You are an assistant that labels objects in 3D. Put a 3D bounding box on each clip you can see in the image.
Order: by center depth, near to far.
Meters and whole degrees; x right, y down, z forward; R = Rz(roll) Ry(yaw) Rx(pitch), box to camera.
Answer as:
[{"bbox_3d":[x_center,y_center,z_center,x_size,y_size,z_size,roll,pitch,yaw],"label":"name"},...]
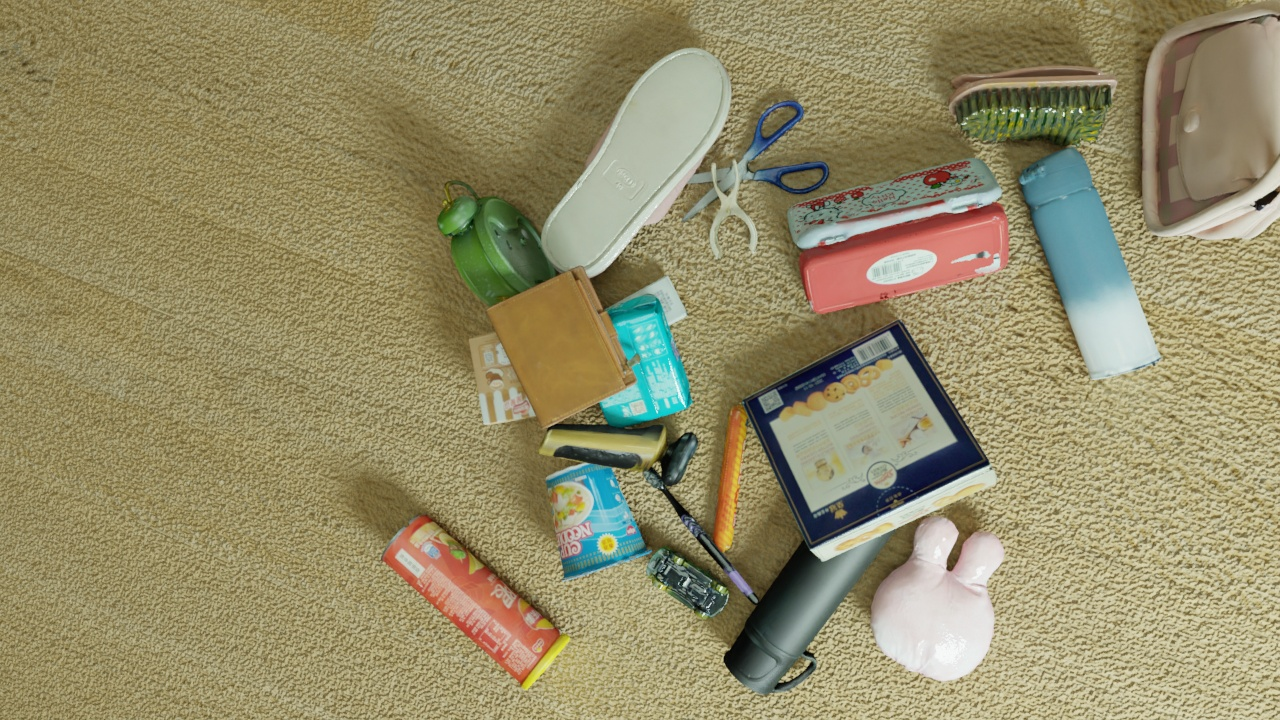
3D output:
[{"bbox_3d":[0.106,-0.153,0.947,0.087,0.034,0.104,13,99,11],"label":"clip"}]

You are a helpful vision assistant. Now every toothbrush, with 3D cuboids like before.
[{"bbox_3d":[0.060,0.180,0.960,0.014,0.016,0.189,-43,72,7],"label":"toothbrush"}]

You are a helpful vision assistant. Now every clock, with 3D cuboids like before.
[{"bbox_3d":[-0.153,-0.122,0.964,0.056,0.116,0.161,-31,88,20],"label":"clock"}]

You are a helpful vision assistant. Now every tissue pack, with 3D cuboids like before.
[{"bbox_3d":[-0.006,0.006,0.954,0.093,0.050,0.133,-16,110,8],"label":"tissue pack"}]

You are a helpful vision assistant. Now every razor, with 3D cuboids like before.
[{"bbox_3d":[-0.022,0.092,0.936,0.167,0.067,0.062,9,137,-19],"label":"razor"}]

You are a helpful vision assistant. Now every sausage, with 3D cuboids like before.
[{"bbox_3d":[0.095,0.124,0.967,0.021,0.021,0.165,8,93,11],"label":"sausage"}]

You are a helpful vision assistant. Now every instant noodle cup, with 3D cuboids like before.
[{"bbox_3d":[-0.052,0.164,0.965,0.099,0.099,0.110,-21,79,10],"label":"instant noodle cup"}]

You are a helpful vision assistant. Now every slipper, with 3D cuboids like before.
[{"bbox_3d":[-0.002,-0.202,0.960,0.114,0.054,0.274,36,93,15],"label":"slipper"}]

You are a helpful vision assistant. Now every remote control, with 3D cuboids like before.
[{"bbox_3d":[-0.014,-0.041,0.984,0.125,0.024,0.049,-28,86,10],"label":"remote control"}]

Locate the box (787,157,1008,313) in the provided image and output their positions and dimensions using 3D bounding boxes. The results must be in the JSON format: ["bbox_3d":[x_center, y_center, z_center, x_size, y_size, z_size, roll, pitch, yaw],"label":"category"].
[{"bbox_3d":[0.256,-0.125,0.922,0.201,0.100,0.095,-13,129,10],"label":"box"}]

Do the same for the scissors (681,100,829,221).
[{"bbox_3d":[0.118,-0.199,0.961,0.163,0.012,0.162,30,98,9],"label":"scissors"}]

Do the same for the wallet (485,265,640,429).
[{"bbox_3d":[-0.070,-0.016,0.895,0.119,0.035,0.130,-25,90,-5],"label":"wallet"}]

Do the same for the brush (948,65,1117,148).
[{"bbox_3d":[0.375,-0.251,0.889,0.146,0.063,0.073,3,63,13],"label":"brush"}]

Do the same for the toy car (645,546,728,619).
[{"bbox_3d":[0.051,0.233,0.970,0.091,0.036,0.043,35,96,9],"label":"toy car"}]

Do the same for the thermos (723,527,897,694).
[{"bbox_3d":[0.185,0.231,0.936,0.090,0.068,0.243,30,99,-19],"label":"thermos"}]

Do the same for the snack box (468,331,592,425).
[{"bbox_3d":[-0.114,0.013,0.966,0.093,0.077,0.094,-11,88,28],"label":"snack box"}]

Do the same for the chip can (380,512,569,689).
[{"bbox_3d":[-0.181,0.260,0.997,0.216,0.073,0.073,38,97,8],"label":"chip can"}]

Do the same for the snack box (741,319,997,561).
[{"bbox_3d":[0.214,0.075,0.887,0.178,0.046,0.182,-28,54,10],"label":"snack box"}]

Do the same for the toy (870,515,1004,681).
[{"bbox_3d":[0.299,0.237,0.913,0.121,0.054,0.159,20,95,3],"label":"toy"}]

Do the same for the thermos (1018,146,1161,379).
[{"bbox_3d":[0.427,-0.094,0.877,0.070,0.070,0.220,-19,87,11],"label":"thermos"}]

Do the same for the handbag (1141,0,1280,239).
[{"bbox_3d":[0.511,-0.207,0.771,0.093,0.234,0.193,1,91,9],"label":"handbag"}]
